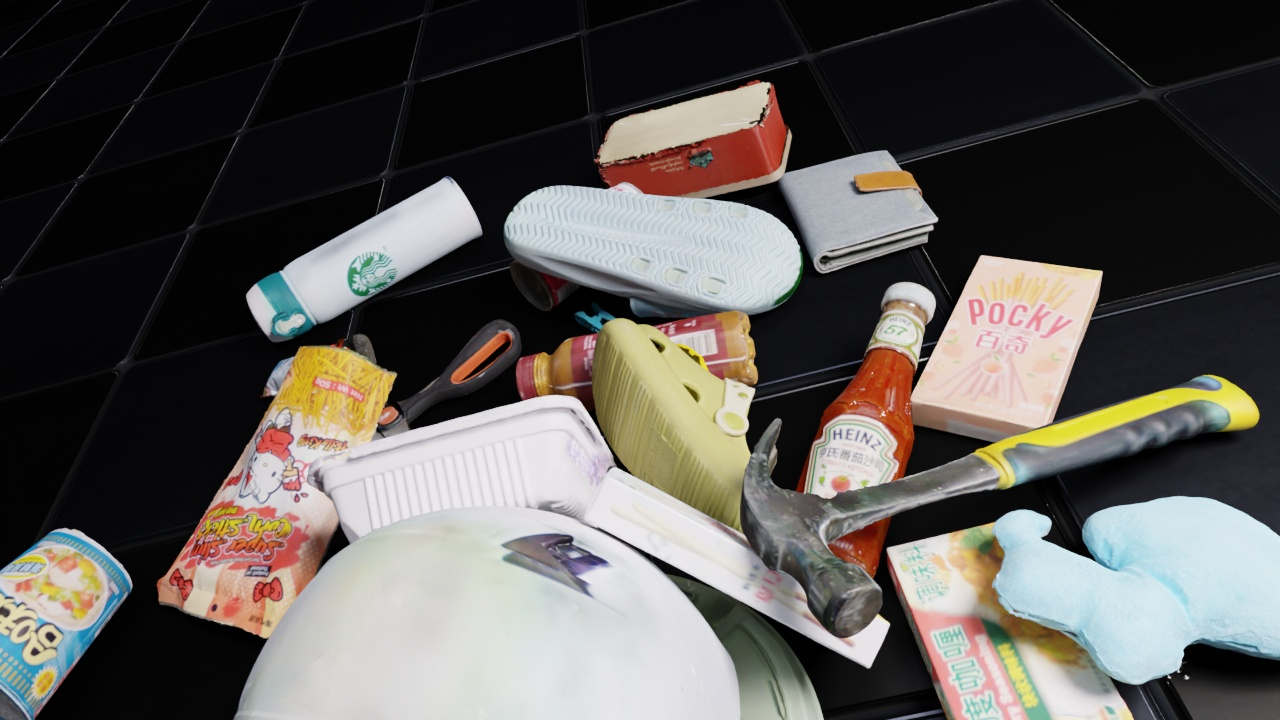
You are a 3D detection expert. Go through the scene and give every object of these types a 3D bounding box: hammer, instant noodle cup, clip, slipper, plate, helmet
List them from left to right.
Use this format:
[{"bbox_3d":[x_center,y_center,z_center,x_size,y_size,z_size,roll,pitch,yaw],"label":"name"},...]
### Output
[{"bbox_3d":[-0.415,0.178,0.626,0.099,0.099,0.109,2,36,22],"label":"instant noodle cup"},{"bbox_3d":[-0.090,0.159,0.434,0.259,0.146,0.228,4,46,25],"label":"helmet"},{"bbox_3d":[-0.104,0.090,0.580,0.173,0.138,0.060,-16,62,4],"label":"instant noodle cup"},{"bbox_3d":[-0.033,-0.031,0.762,0.046,0.014,0.057,-36,42,-21],"label":"clip"},{"bbox_3d":[-0.017,0.208,0.486,0.230,0.027,0.229,-11,41,10],"label":"plate"},{"bbox_3d":[0.008,-0.081,0.752,0.245,0.074,0.103,12,56,8],"label":"slipper"},{"bbox_3d":[0.037,0.048,0.597,0.081,0.092,0.190,-14,50,-32],"label":"slipper"},{"bbox_3d":[0.199,0.052,0.493,0.322,0.032,0.126,-12,33,-21],"label":"hammer"}]

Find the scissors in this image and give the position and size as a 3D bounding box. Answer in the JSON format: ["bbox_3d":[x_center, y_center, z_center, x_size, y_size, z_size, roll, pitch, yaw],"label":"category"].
[{"bbox_3d":[-0.203,0.032,0.750,0.229,0.022,0.221,-42,45,-21],"label":"scissors"}]

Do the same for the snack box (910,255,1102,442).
[{"bbox_3d":[0.249,-0.010,0.622,0.085,0.026,0.156,13,50,32],"label":"snack box"}]

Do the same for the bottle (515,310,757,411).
[{"bbox_3d":[-0.004,0.004,0.679,0.175,0.057,0.057,-8,42,12],"label":"bottle"}]

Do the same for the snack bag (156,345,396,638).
[{"bbox_3d":[-0.261,0.092,0.672,0.129,0.073,0.207,6,60,25],"label":"snack bag"}]

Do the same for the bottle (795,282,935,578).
[{"bbox_3d":[0.143,0.037,0.568,0.060,0.060,0.205,9,57,28],"label":"bottle"}]

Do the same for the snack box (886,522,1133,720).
[{"bbox_3d":[0.187,0.154,0.466,0.077,0.027,0.155,-15,41,4],"label":"snack box"}]

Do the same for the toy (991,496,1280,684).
[{"bbox_3d":[0.266,0.109,0.460,0.161,0.050,0.155,29,46,33],"label":"toy"}]

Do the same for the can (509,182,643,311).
[{"bbox_3d":[-0.050,-0.103,0.817,0.132,0.053,0.053,-41,46,-24],"label":"can"}]

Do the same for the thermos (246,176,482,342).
[{"bbox_3d":[-0.264,-0.093,0.878,0.224,0.073,0.073,-33,43,-14],"label":"thermos"}]

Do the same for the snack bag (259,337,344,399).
[{"bbox_3d":[-0.293,0.009,0.794,0.104,0.026,0.048,-11,40,40],"label":"snack bag"}]

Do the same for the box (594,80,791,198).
[{"bbox_3d":[0.046,-0.205,0.855,0.169,0.078,0.091,-8,42,25],"label":"box"}]

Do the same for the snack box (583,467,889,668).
[{"bbox_3d":[0.046,0.104,0.481,0.157,0.085,0.027,27,87,3],"label":"snack box"}]

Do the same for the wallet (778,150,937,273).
[{"bbox_3d":[0.182,-0.134,0.775,0.106,0.037,0.129,-16,40,6],"label":"wallet"}]
